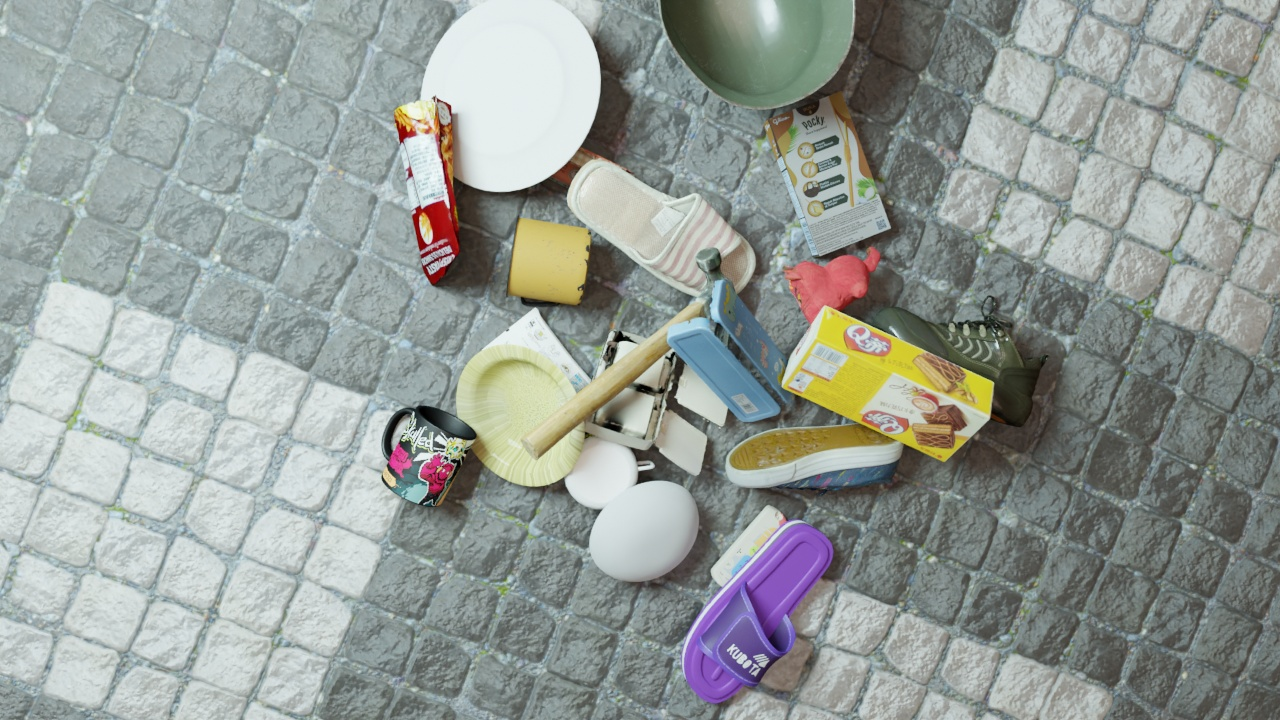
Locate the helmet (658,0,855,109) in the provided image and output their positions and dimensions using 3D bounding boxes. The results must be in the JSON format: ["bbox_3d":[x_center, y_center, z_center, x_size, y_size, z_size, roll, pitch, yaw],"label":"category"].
[{"bbox_3d":[0.117,-0.427,1.106,0.227,0.154,0.268,-26,99,-4],"label":"helmet"}]

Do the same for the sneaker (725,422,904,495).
[{"bbox_3d":[0.225,0.137,1.192,0.235,0.087,0.079,-8,118,-6],"label":"sneaker"}]

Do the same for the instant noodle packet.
[{"bbox_3d":[-0.126,0.012,1.174,0.087,0.026,0.134,-39,95,-2],"label":"instant noodle packet"}]

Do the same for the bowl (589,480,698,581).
[{"bbox_3d":[0.013,0.225,1.153,0.149,0.043,0.150,-11,120,-20],"label":"bowl"}]

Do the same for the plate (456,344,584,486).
[{"bbox_3d":[-0.143,0.064,1.146,0.185,0.036,0.184,8,110,24],"label":"plate"}]

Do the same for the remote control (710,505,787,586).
[{"bbox_3d":[0.144,0.247,1.212,0.038,0.018,0.125,42,87,-5],"label":"remote control"}]

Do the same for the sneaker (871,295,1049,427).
[{"bbox_3d":[0.426,-0.030,1.179,0.238,0.101,0.143,32,89,-6],"label":"sneaker"}]

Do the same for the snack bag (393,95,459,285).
[{"bbox_3d":[-0.257,-0.200,1.105,0.066,0.139,0.208,-4,88,-30],"label":"snack bag"}]

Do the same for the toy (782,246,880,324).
[{"bbox_3d":[0.247,-0.111,1.168,0.133,0.088,0.094,-39,92,-2],"label":"toy"}]

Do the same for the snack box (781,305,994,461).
[{"bbox_3d":[0.303,0.031,1.135,0.230,0.110,0.061,25,51,1],"label":"snack box"}]

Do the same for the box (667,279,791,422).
[{"bbox_3d":[0.114,-0.008,1.140,0.209,0.073,0.085,46,48,-41],"label":"box"}]

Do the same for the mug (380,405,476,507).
[{"bbox_3d":[-0.275,0.109,1.143,0.118,0.081,0.098,32,98,26],"label":"mug"}]

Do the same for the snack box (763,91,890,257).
[{"bbox_3d":[0.241,-0.239,1.187,0.101,0.031,0.186,-22,94,-3],"label":"snack box"}]

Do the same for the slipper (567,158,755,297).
[{"bbox_3d":[0.034,-0.160,1.135,0.263,0.052,0.115,28,97,-21],"label":"slipper"}]

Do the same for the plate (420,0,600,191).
[{"bbox_3d":[-0.164,-0.326,1.110,0.243,0.016,0.242,-1,87,19],"label":"plate"}]

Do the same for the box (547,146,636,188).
[{"bbox_3d":[-0.097,-0.250,1.150,0.187,0.056,0.071,24,122,-4],"label":"box"}]

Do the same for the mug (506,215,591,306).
[{"bbox_3d":[-0.114,-0.113,1.140,0.094,0.100,0.124,8,133,-7],"label":"mug"}]

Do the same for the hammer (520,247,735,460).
[{"bbox_3d":[-0.006,0.006,1.096,0.329,0.033,0.132,-39,128,-21],"label":"hammer"}]

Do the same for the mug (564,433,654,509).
[{"bbox_3d":[-0.040,0.138,1.166,0.115,0.068,0.094,-6,93,-4],"label":"mug"}]

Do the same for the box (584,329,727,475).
[{"bbox_3d":[0.021,0.055,1.158,0.187,0.058,0.144,25,57,-11],"label":"box"}]

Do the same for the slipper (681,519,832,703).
[{"bbox_3d":[0.157,0.331,1.173,0.107,0.084,0.266,39,88,-19],"label":"slipper"}]
